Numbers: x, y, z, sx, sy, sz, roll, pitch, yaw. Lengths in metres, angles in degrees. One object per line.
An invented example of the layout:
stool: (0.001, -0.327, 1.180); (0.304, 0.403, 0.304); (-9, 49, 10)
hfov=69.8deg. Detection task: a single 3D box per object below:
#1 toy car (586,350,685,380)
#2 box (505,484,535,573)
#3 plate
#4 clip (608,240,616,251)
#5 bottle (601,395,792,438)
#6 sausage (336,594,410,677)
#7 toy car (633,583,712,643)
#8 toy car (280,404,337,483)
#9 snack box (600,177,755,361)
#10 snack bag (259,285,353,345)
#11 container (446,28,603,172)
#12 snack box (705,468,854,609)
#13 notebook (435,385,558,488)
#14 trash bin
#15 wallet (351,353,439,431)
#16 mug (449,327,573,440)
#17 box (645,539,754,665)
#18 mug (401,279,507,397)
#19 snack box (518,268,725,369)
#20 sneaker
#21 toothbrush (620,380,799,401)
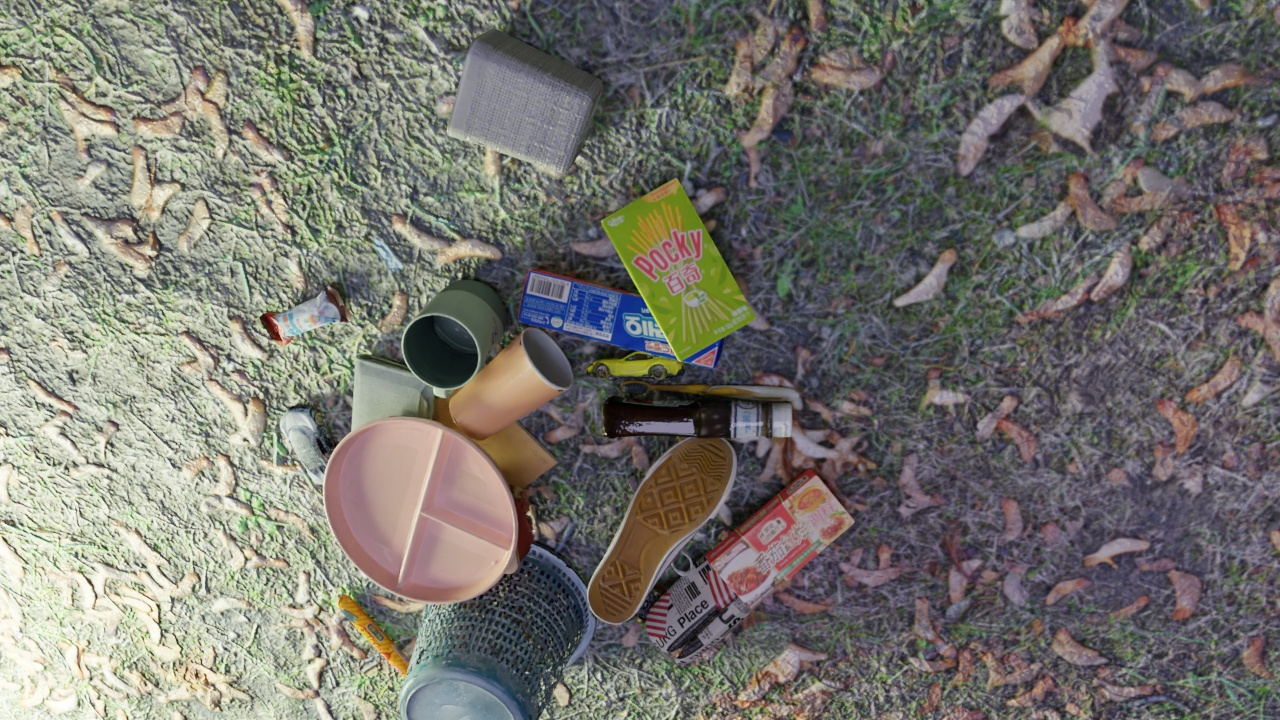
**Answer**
toy car: (-0.006, 0.006, 0.964); (0.105, 0.048, 0.032); (-2, 88, 11)
box: (-0.213, 0.189, 1.071); (0.168, 0.078, 0.091); (-2, 110, 13)
plate: (-0.240, 0.163, 1.009); (0.230, 0.028, 0.230); (5, 111, 12)
clip: (-0.003, -0.116, 0.919); (0.058, 0.035, 0.025); (11, 120, 0)
bottle: (0.060, 0.061, 0.960); (0.195, 0.079, 0.044); (1, 93, 8)
sausage: (-0.349, 0.370, 1.221); (0.021, 0.021, 0.165); (-30, 107, 22)
toy car: (0.039, 0.306, 1.111); (0.106, 0.031, 0.049); (27, 105, -8)
toy car: (-0.389, 0.101, 1.089); (0.049, 0.031, 0.105); (-17, 111, 17)
snack box: (0.036, -0.086, 0.880); (0.086, 0.026, 0.156); (-29, 88, 2)
snack bag: (-0.368, -0.048, 1.013); (0.105, 0.026, 0.045); (-19, 108, 16)
container: (-0.102, -0.234, 0.838); (0.114, 0.090, 0.090); (21, 118, -4)
snack box: (0.153, 0.196, 1.008); (0.153, 0.025, 0.075); (-40, 104, 0)
notebook: (-0.220, 0.122, 1.081); (0.212, 0.012, 0.149); (-37, 106, 24)
trash bin: (-0.182, 0.353, 1.085); (0.227, 0.194, 0.227); (4, 117, 9)
wallet: (-0.280, 0.067, 1.037); (0.106, 0.036, 0.130); (16, 111, 14)
mug: (-0.141, 0.030, 0.979); (0.123, 0.078, 0.078); (-36, 105, 22)
box: (0.081, 0.278, 1.070); (0.162, 0.075, 0.087); (-44, 73, 11)
mug: (-0.190, -0.019, 0.950); (0.082, 0.106, 0.112); (15, 117, 1)
snack box: (-0.015, -0.043, 0.926); (0.207, 0.058, 0.057); (13, 97, 4)
sneaker: (0.024, 0.182, 1.024); (0.118, 0.088, 0.241); (33, 94, 5)
toothbrush: (0.072, 0.033, 0.977); (0.191, 0.018, 0.016); (3, 111, 9)
